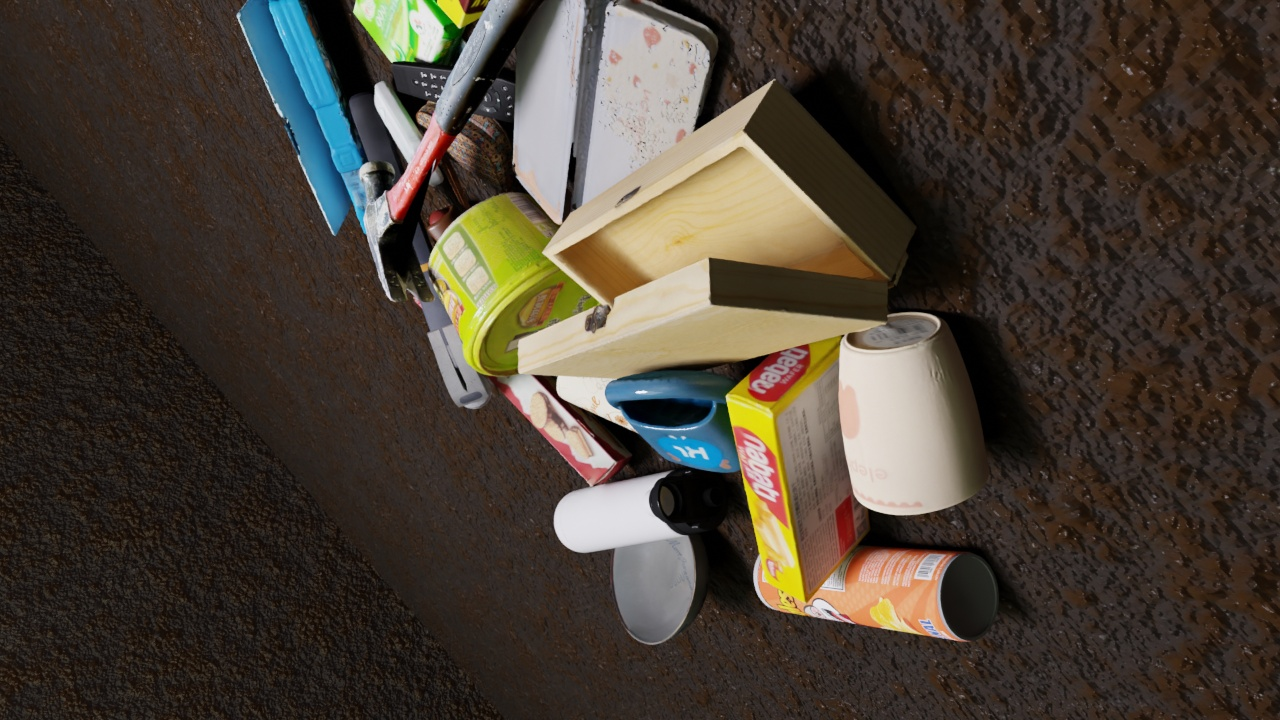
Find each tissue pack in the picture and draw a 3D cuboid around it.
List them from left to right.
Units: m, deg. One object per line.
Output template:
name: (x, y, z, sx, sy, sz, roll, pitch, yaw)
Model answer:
tissue pack: (-0.185, -0.278, 0.739, 0.099, 0.034, 0.114, 52, 149, -1)

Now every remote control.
remote control: (-0.211, -0.203, 0.820, 0.133, 0.022, 0.050, 54, 171, 42)
remote control: (-0.140, -0.215, 0.728, 0.125, 0.010, 0.039, 16, 142, 14)

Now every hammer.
hammer: (-0.213, -0.107, 0.876, 0.139, 0.035, 0.312, 115, 135, -81)
hammer: (-0.135, -0.163, 0.655, 0.327, 0.036, 0.140, -39, 61, 50)

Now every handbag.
handbag: (-0.138, -0.155, 0.829, 0.093, 0.043, 0.196, 33, 156, 22)

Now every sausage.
sausage: (-0.155, -0.083, 0.898, 0.040, 0.040, 0.155, 6, 137, 52)

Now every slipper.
slipper: (0.045, 0.054, 0.689, 0.104, 0.059, 0.213, 1, 162, 30)

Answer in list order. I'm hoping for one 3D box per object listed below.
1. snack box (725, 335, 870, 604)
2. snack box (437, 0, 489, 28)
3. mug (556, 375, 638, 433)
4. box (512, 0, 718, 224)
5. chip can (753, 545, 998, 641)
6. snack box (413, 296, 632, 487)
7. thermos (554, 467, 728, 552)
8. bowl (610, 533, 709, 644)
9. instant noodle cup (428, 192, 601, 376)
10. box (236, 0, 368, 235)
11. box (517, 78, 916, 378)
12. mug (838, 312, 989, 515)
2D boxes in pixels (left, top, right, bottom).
snack box: (0.120, 0.080, 0.671, 0.042, 0.092, 0.201, 23, 141, 40)
snack box: (-0.085, -0.275, 0.573, 0.025, 0.061, 0.149, 48, 152, 1)
mug: (-0.005, 0.005, 0.799, 0.097, 0.080, 0.122, 31, 120, 18)
box: (-0.027, -0.170, 0.641, 0.157, 0.063, 0.217, 31, 147, 11)
chip can: (0.180, 0.180, 0.738, 0.062, 0.062, 0.211, 56, 151, -12)
snack box: (-0.120, 0.018, 0.958, 0.273, 0.044, 0.076, 45, -172, 10)
thermos: (-0.015, 0.151, 0.915, 0.231, 0.101, 0.068, -22, 71, 50)
bowl: (0.031, 0.224, 0.974, 0.151, 0.056, 0.150, -16, 70, 53)
instant noodle cup: (-0.105, -0.066, 0.771, 0.098, 0.146, 0.146, 50, 153, 21)
box: (-0.320, -0.244, 0.905, 0.091, 0.066, 0.244, -119, 13, -47)
box: (0.034, -0.049, 0.592, 0.140, 0.148, 0.249, 29, 159, -23)
mug: (0.160, 0.024, 0.577, 0.111, 0.085, 0.104, -124, 16, -68)
